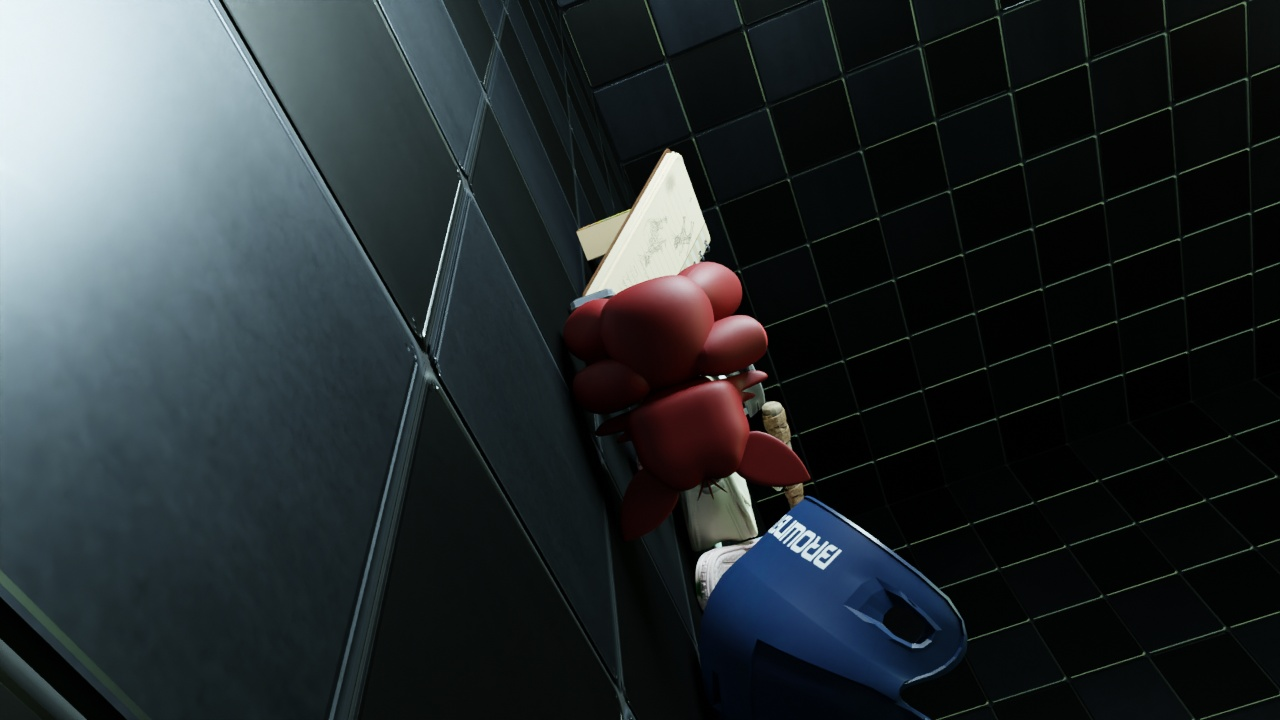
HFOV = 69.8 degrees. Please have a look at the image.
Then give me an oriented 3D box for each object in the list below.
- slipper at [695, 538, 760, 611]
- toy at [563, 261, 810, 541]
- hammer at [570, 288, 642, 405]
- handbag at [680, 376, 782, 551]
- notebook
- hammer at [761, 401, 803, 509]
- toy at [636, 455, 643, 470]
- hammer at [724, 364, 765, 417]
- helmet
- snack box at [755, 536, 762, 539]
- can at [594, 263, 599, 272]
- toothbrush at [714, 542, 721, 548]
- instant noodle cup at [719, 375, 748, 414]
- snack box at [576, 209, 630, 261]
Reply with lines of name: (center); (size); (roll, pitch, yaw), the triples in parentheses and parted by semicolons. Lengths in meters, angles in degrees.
slipper: (0.146, 0.257, 1.086); (0.239, 0.065, 0.094); (17, 67, -55)
toy: (0.030, 0.026, 0.736); (0.120, 0.158, 0.197); (71, 0, -81)
hammer: (-0.006, 0.031, 0.993); (0.322, 0.044, 0.098); (62, 9, -68)
handbag: (0.094, 0.094, 1.113); (0.184, 0.132, 0.228); (74, 1, -49)
notebook: (0.016, -0.107, 1.064); (0.225, 0.024, 0.167); (-62, 149, -24)
hammer: (0.208, 0.208, 1.184); (0.121, 0.049, 0.319); (-141, -145, -82)
toy: (0.024, 0.083, 0.927); (0.105, 0.053, 0.108); (-61, 155, -86)
hammer: (0.060, -0.026, 1.259); (0.170, 0.034, 0.325); (56, -12, -27)
helmet: (0.176, 0.283, 0.827); (0.272, 0.223, 0.232); (39, -4, -8)
snack box: (0.151, 0.300, 1.236); (0.079, 0.093, 0.095); (-49, 119, -84)
can: (-0.010, -0.095, 1.196); (0.090, 0.074, 0.090); (-19, 89, -84)
toothbrush: (0.096, 0.216, 1.407); (0.022, 0.015, 0.154); (-41, -115, 63)
instant noodle cup: (0.086, 0.056, 1.327); (0.123, 0.122, 0.123); (-19, 89, -84)
snack box: (-0.013, -0.172, 1.179); (0.088, 0.126, 0.040); (-78, 147, -79)
